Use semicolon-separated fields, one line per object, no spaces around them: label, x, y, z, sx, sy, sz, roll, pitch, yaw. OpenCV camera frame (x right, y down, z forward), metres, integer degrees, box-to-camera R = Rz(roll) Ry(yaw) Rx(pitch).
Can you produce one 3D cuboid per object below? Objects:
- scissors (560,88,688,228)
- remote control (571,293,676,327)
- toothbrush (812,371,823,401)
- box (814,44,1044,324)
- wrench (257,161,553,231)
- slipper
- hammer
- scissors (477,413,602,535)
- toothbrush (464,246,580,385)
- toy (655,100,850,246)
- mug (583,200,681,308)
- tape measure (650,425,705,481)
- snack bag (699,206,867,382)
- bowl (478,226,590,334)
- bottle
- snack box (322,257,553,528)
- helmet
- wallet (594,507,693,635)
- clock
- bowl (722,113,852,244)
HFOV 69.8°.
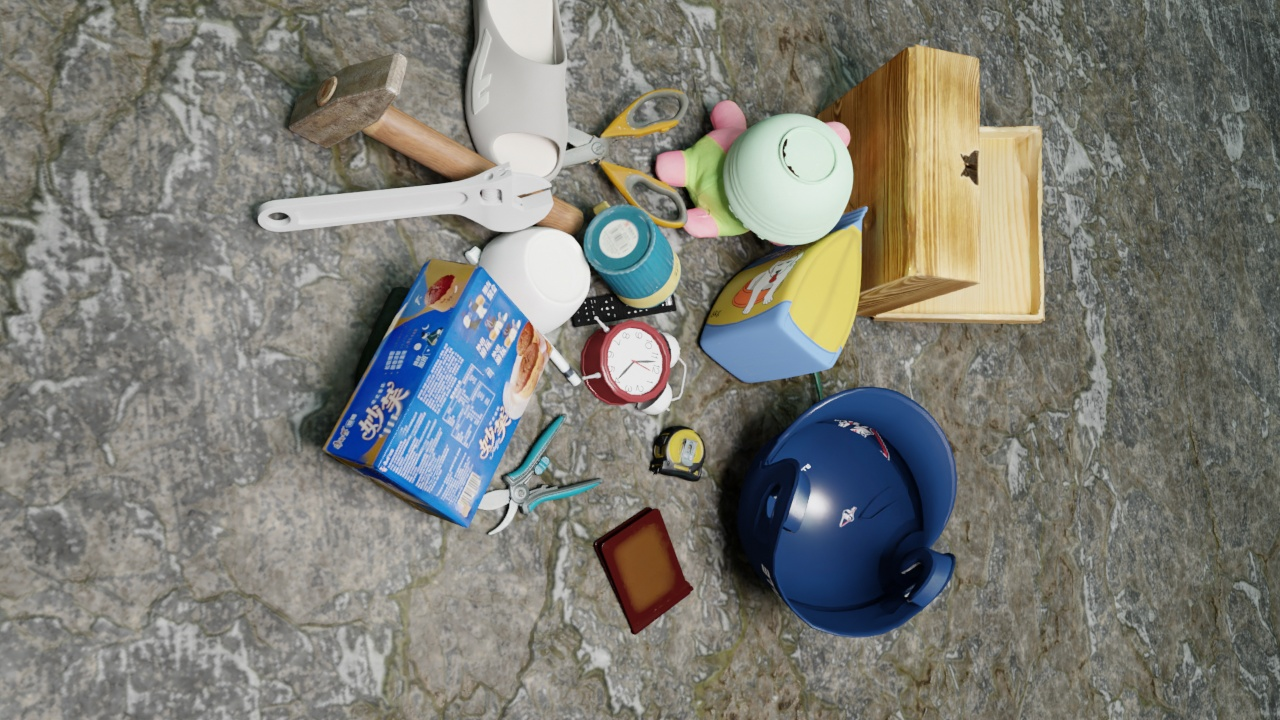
scissors;-0.027;-0.225;1.032;0.225;0.016;0.216;-25;92;-18
remote control;-0.018;-0.062;1.050;0.139;0.009;0.030;-11;90;-33
toothbrush;0.218;-0.014;1.194;0.016;0.017;0.190;-11;89;-33
box;0.403;-0.197;1.202;0.323;0.284;0.279;4;82;-20
wrench;-0.219;-0.145;0.878;0.273;0.087;0.018;-9;63;-13
slipper;-0.122;-0.322;0.963;0.112;0.081;0.265;1;84;-23
hammer;-0.171;-0.194;0.907;0.300;0.158;0.037;24;68;-41
scissors;-0.101;0.128;0.970;0.124;0.019;0.153;32;70;-24
toothbrush;-0.122;-0.046;0.980;0.187;0.012;0.017;52;59;-17
toy;0.141;-0.229;1.099;0.236;0.097;0.192;-23;88;-6
mug;-0.017;-0.123;0.992;0.083;0.107;0.113;-34;69;7
tape measure;0.046;0.106;1.057;0.061;0.034;0.061;14;75;-32
snack bag;0.181;-0.086;1.092;0.102;0.159;0.204;37;65;-22
bowl;-0.104;-0.088;0.954;0.116;0.066;0.116;12;70;-38
bottle;-0.245;0.017;0.870;0.055;0.055;0.174;29;71;-27
snack box;-0.180;0.032;0.861;0.202;0.069;0.155;-66;149;-20
helmet;0.233;0.157;1.054;0.232;0.223;0.272;31;98;-11
wallet;0.005;0.234;1.030;0.091;0.018;0.115;-29;104;-32
clock;-0.006;0.006;1.027;0.137;0.048;0.096;18;75;-29
bowl;0.172;-0.211;1.015;0.151;0.077;0.150;3;76;-11
